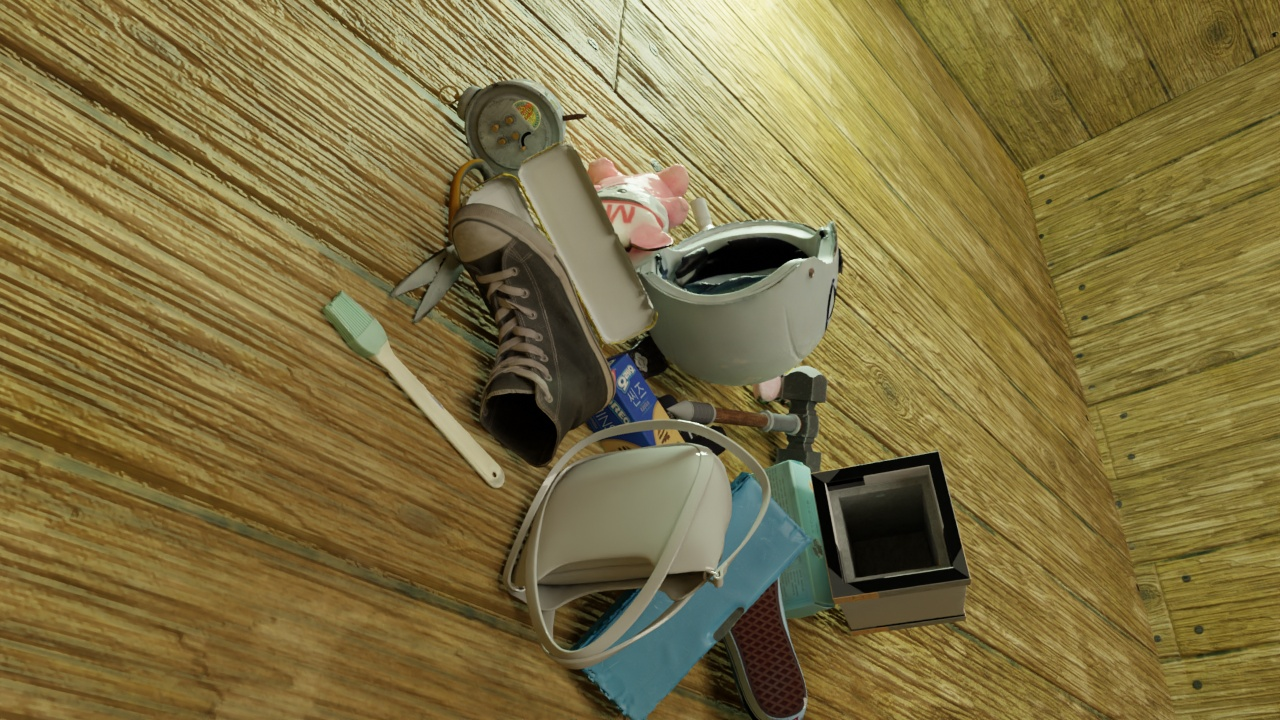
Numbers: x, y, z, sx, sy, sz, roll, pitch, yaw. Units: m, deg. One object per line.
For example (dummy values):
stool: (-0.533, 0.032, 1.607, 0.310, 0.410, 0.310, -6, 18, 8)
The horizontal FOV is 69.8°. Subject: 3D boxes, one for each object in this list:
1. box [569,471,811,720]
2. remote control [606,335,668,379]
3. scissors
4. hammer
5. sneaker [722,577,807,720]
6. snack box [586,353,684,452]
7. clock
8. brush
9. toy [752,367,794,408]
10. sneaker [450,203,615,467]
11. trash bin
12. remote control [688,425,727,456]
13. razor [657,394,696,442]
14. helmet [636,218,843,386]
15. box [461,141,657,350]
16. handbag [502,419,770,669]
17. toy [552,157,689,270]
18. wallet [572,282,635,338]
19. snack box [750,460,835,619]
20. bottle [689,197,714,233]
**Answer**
box: (0.047, 0.210, 0.819, 0.231, 0.048, 0.093, -43, 104, -12)
remote control: (-0.006, 0.006, 1.032, 0.124, 0.009, 0.046, -30, 94, -56)
scissors: (-0.175, -0.118, 0.882, 0.162, 0.016, 0.224, 62, 36, -7)
hammer: (0.127, 0.069, 1.086, 0.321, 0.043, 0.156, 10, 84, -52)
sneaker: (0.115, 0.281, 0.984, 0.098, 0.083, 0.240, 91, -11, -53)
snack box: (0.010, 0.095, 0.954, 0.207, 0.057, 0.056, 58, 33, -9)
clock: (-0.139, -0.246, 0.950, 0.148, 0.104, 0.056, 25, 32, -3)
brush: (-0.186, 0.030, 0.779, 0.217, 0.012, 0.033, 52, 35, -20)
toy: (0.182, 0.020, 1.234, 0.102, 0.050, 0.093, 17, 64, -48)
sneaker: (-0.115, -0.024, 0.828, 0.119, 0.095, 0.235, -53, 126, -52)
trash bin: (0.301, 0.228, 1.097, 0.247, 0.142, 0.142, 56, 25, -60)
remote control: (0.055, 0.100, 0.945, 0.136, 0.015, 0.032, -27, 91, -54)
razor: (0.053, 0.105, 1.022, 0.143, 0.047, 0.052, 65, 10, 7)
helmet: (0.119, -0.066, 1.075, 0.263, 0.237, 0.164, -69, 151, -63)
box: (-0.077, -0.098, 0.910, 0.210, 0.129, 0.039, 63, -10, -16)
handbag: (-0.012, 0.154, 0.751, 0.096, 0.216, 0.222, 66, 27, -27)
toy: (-0.019, -0.160, 1.024, 0.212, 0.142, 0.084, -74, 168, -58)
wallet: (-0.054, -0.076, 1.016, 0.120, 0.013, 0.087, 17, 55, -44)
snack box: (0.171, 0.211, 1.077, 0.053, 0.075, 0.174, 21, 53, -44)
bottle: (0.104, -0.125, 1.224, 0.052, 0.053, 0.195, 1, 68, -53)
